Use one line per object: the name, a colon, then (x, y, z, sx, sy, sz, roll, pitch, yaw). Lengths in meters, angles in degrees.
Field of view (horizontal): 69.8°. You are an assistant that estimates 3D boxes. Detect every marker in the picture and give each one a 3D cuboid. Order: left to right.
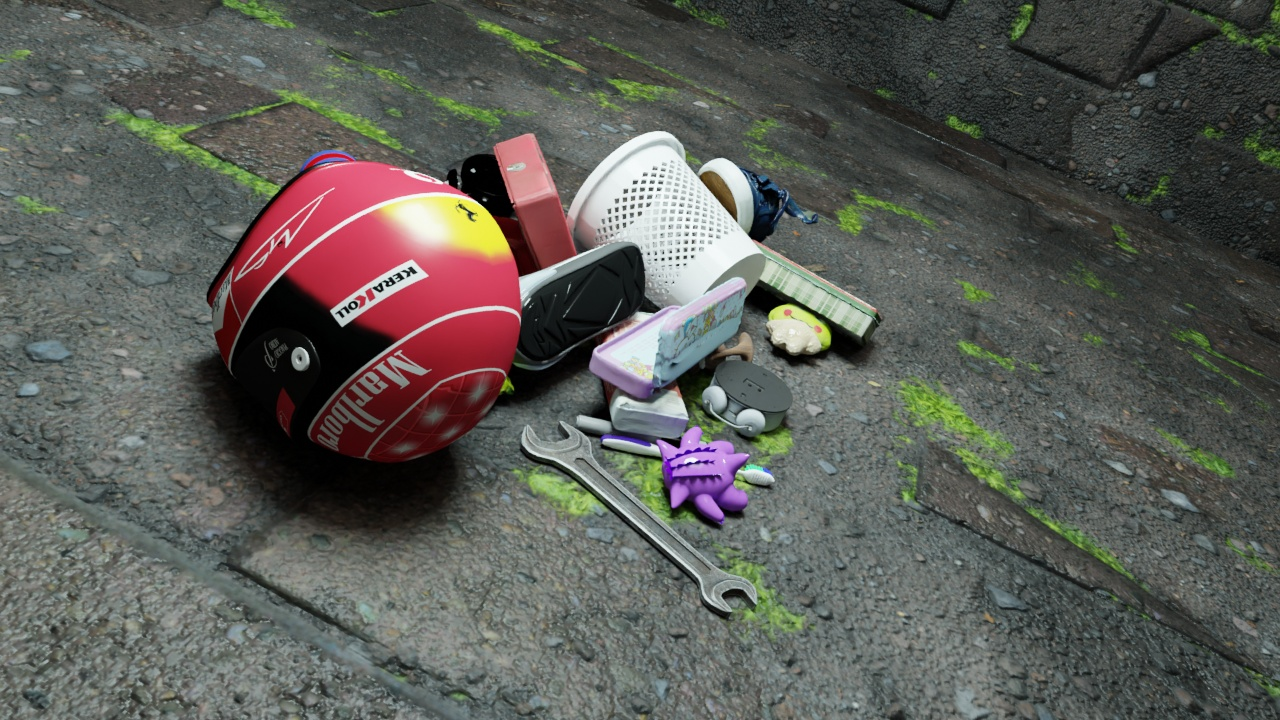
marker: (0.001, 0.077, 0.937, 0.140, 0.016, 0.016, 13, 32, -14)

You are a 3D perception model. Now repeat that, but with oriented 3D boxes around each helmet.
helmet: (-0.218, -0.025, 0.762, 0.224, 0.272, 0.197, 57, 27, 15)

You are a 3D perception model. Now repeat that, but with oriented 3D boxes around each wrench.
wrench: (-0.006, 0.139, 0.842, 0.273, 0.010, 0.069, 38, 35, 24)

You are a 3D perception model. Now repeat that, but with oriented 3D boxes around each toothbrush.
toothbrush: (0.049, 0.100, 0.932, 0.186, 0.015, 0.016, 15, 27, -11)

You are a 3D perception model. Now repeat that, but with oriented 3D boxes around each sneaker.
sneaker: (-0.113, -0.071, 1.007, 0.161, 0.093, 0.255, 6, 24, 30)
sneaker: (0.164, -0.224, 1.275, 0.120, 0.127, 0.294, 58, 6, 10)

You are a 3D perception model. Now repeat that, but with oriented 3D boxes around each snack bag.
snack bag: (-0.006, 0.006, 1.005, 0.077, 0.041, 0.225, 11, 26, -15)

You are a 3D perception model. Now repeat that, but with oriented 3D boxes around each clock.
clock: (-0.212, -0.232, 1.243, 0.091, 0.043, 0.120, 42, 46, 16)
clock: (0.118, 0.045, 1.041, 0.094, 0.035, 0.122, 32, 33, 16)

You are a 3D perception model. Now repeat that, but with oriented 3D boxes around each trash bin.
trash bin: (0.042, -0.151, 1.170, 0.199, 0.196, 0.195, 47, 38, 19)

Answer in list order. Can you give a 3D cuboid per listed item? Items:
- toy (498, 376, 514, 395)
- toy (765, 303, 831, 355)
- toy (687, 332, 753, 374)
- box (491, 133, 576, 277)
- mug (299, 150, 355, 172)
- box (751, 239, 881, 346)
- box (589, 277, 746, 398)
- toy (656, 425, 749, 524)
toy: (-0.176, 0.013, 0.909, 0.094, 0.036, 0.093, 5, 26, -29)
toy: (0.206, -0.038, 1.213, 0.092, 0.043, 0.117, 33, 30, 15)
toy: (0.089, -0.007, 1.095, 0.055, 0.041, 0.101, -6, 4, 34)
box: (-0.146, -0.174, 1.100, 0.151, 0.166, 0.157, 10, 33, -28)
mug: (-0.373, -0.191, 1.078, 0.111, 0.075, 0.076, -23, 47, -15)
box: (0.233, -0.094, 1.269, 0.205, 0.050, 0.117, 31, 2, 19)
box: (0.039, -0.040, 0.970, 0.089, 0.093, 0.213, 28, 27, 17)
toy: (0.060, 0.107, 0.886, 0.088, 0.056, 0.106, -2, 58, -18)
